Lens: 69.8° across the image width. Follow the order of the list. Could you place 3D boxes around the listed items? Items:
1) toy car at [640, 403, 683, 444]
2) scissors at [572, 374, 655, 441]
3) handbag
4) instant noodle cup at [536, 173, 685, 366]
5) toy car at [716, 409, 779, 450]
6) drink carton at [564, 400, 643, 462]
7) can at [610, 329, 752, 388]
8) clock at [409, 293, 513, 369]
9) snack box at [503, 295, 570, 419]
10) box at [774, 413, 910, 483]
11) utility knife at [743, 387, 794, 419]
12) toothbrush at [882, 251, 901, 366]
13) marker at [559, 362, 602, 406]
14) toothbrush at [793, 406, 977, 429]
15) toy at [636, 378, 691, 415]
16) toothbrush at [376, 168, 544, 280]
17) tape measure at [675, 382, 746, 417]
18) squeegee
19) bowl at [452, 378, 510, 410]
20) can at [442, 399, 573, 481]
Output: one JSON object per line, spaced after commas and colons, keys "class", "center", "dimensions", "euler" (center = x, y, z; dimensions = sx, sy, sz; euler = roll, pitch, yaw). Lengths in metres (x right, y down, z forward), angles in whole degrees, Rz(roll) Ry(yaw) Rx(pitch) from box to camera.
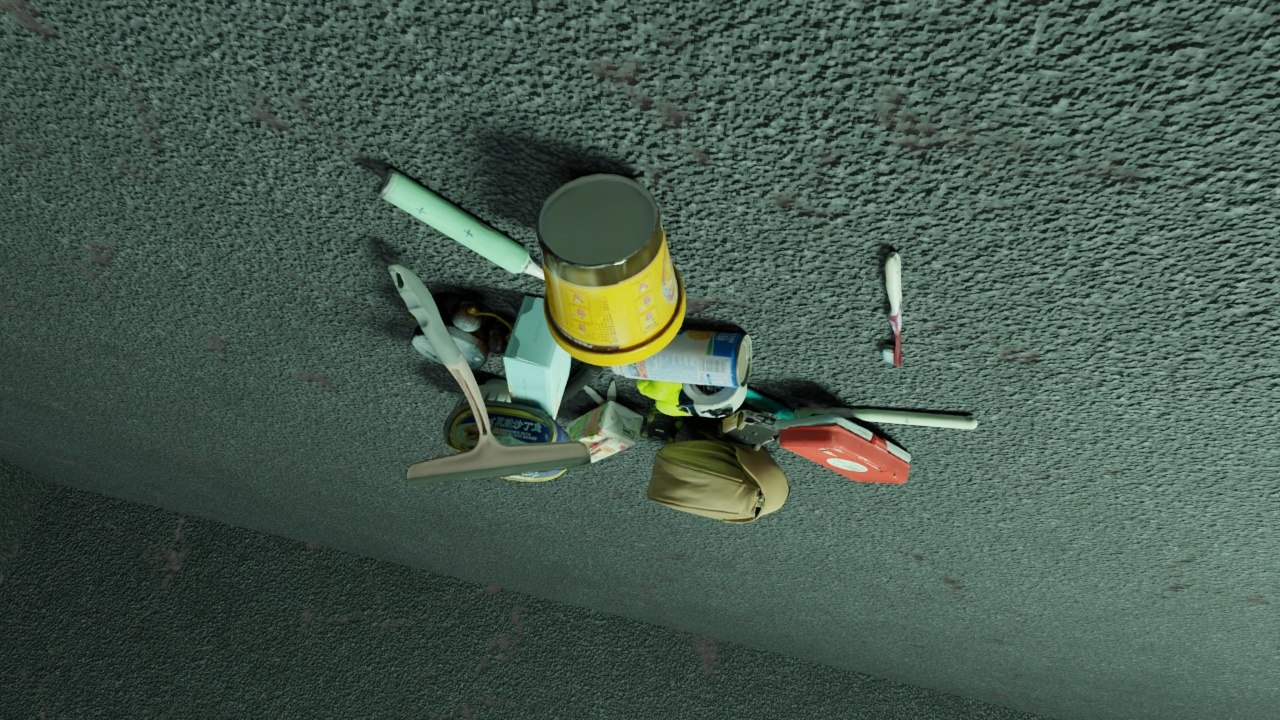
{"class": "toy car", "center": [0.027, 0.075, 1.117], "dimensions": [0.043, 0.036, 0.091], "euler": [16, 158, -2]}
{"class": "scissors", "center": [-0.036, 0.065, 1.160], "dimensions": [0.159, 0.014, 0.178], "euler": [24, 154, -20]}
{"class": "handbag", "center": [0.097, 0.141, 1.112], "dimensions": [0.148, 0.100, 0.204], "euler": [12, -179, 20]}
{"class": "instant noodle cup", "center": [-0.027, -0.074, 0.725], "dimensions": [0.118, 0.118, 0.114], "euler": [9, 149, 13]}
{"class": "toy car", "center": [0.127, 0.076, 1.054], "dimensions": [0.056, 0.037, 0.122], "euler": [17, 165, -9]}
{"class": "drink carton", "center": [-0.051, 0.094, 1.161], "dimensions": [0.053, 0.045, 0.123], "euler": [26, 151, -21]}
{"class": "can", "center": [0.039, -0.005, 0.910], "dimensions": [0.135, 0.053, 0.053], "euler": [5, 155, 21]}
{"class": "clock", "center": [-0.188, -0.032, 0.978], "dimensions": [0.122, 0.055, 0.082], "euler": [-5, 149, 36]}
{"class": "snack box", "center": [-0.108, 0.004, 0.987], "dimensions": [0.051, 0.074, 0.175], "euler": [14, 156, 1]}
{"class": "box", "center": [0.227, 0.096, 1.022], "dimensions": [0.087, 0.046, 0.201], "euler": [-4, 161, 39]}
{"class": "utility knife", "center": [0.125, 0.043, 1.018], "dimensions": [0.186, 0.013, 0.029], "euler": [26, 154, -26]}
{"class": "toothbrush", "center": [0.214, -0.040, 0.782], "dimensions": [0.017, 0.016, 0.187], "euler": [15, 159, 23]}
{"class": "marker", "center": [-0.080, 0.028, 1.086], "dimensions": [0.022, 0.020, 0.132], "euler": [7, 158, -24]}
{"class": "toothbrush", "center": [0.259, 0.062, 0.978], "dimensions": [0.190, 0.020, 0.029], "euler": [1, -166, 26]}
{"class": "toy", "center": [0.043, 0.037, 1.022], "dimensions": [0.100, 0.031, 0.097], "euler": [20, 151, -30]}
{"class": "toothbrush", "center": [-0.132, -0.103, 0.821], "dimensions": [0.224, 0.027, 0.026], "euler": [30, -172, -31]}
{"class": "tape measure", "center": [0.075, 0.025, 0.941], "dimensions": [0.066, 0.065, 0.033], "euler": [7, 160, 21]}
{"class": "squeegee", "center": [-0.190, 0.008, 0.933], "dimensions": [0.248, 0.040, 0.250], "euler": [-9, 114, 30]}
{"class": "bowl", "center": [-0.179, 0.065, 1.174], "dimensions": [0.116, 0.066, 0.117], "euler": [13, 158, 5]}
{"class": "can", "center": [-0.146, 0.087, 1.008], "dimensions": [0.148, 0.074, 0.049], "euler": [7, 152, 28]}
